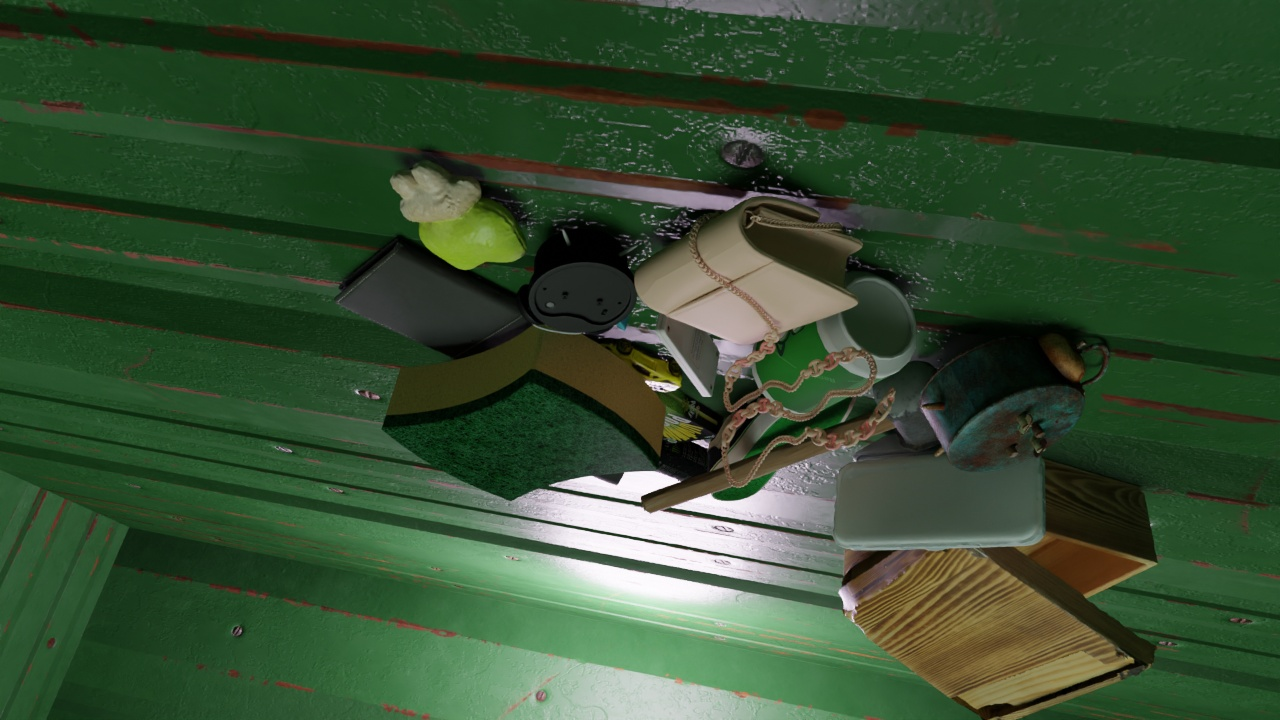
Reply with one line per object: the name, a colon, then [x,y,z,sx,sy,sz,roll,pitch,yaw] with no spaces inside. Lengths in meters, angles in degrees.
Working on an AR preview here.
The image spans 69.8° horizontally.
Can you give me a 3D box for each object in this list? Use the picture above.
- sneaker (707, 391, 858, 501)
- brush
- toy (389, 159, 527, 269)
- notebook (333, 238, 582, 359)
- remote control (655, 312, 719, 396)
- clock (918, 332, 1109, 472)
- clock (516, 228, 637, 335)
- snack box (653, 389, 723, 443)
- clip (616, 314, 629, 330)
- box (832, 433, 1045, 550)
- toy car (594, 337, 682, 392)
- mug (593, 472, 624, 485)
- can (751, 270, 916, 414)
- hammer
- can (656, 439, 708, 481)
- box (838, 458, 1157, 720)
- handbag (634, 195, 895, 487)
sneaker: [0.138,0.062,0.969,0.084,0.079,0.236,9,143,-26]
brush: [-0.120,0.061,0.965,0.251,0.075,0.195,-17,141,35]
toy: [-0.148,-0.116,0.735,0.092,0.046,0.115,-6,144,34]
notebook: [-0.189,-0.045,0.936,0.209,0.029,0.170,30,149,-28]
remote control: [0.045,-0.016,0.851,0.011,0.050,0.136,1,154,25]
clock: [0.321,0.035,0.770,0.158,0.073,0.121,-25,142,9]
clock: [-0.054,-0.060,0.773,0.091,0.042,0.121,9,141,-19]
snack box: [0.017,0.054,1.053,0.080,0.025,0.147,-13,146,44]
clip: [-0.071,-0.056,0.856,0.121,0.033,0.119,26,157,-29]
box: [0.298,0.109,0.896,0.211,0.185,0.084,-10,126,43]
toy car: [-0.006,0.006,0.953,0.107,0.030,0.049,24,155,-22]
mug: [-0.058,0.092,1.128,0.100,0.085,0.119,24,-175,-3]
can: [0.157,-0.011,0.761,0.087,0.087,0.140,19,156,-15]
hammer: [0.150,0.091,0.907,0.329,0.052,0.098,-23,144,19]
can: [0.067,0.132,1.168,0.137,0.053,0.054,26,153,-28]
box: [0.380,0.256,1.039,0.258,0.220,0.280,18,145,-7]
handbag: [0.074,-0.016,0.668,0.116,0.187,0.199,16,162,-25]
